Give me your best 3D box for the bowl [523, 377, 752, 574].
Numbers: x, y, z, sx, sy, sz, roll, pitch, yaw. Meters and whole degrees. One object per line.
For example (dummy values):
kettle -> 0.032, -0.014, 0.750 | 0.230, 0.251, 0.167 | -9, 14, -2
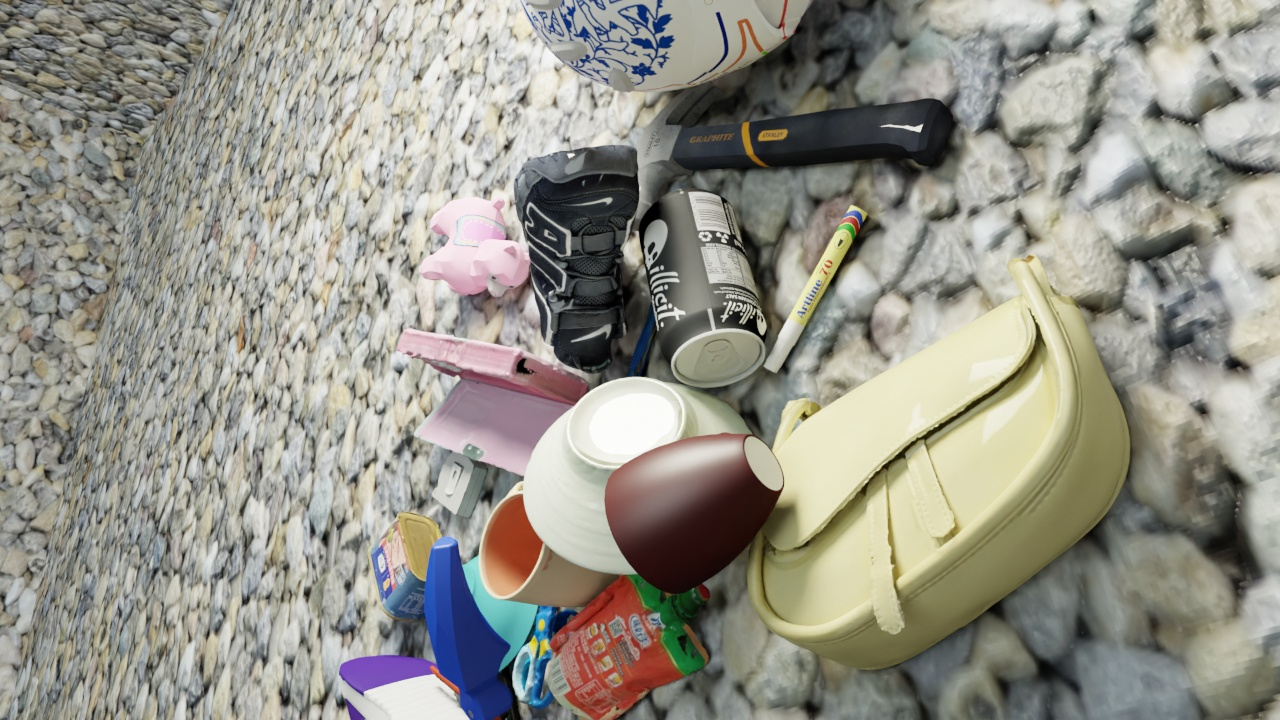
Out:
bowl -> -0.005, 0.062, 0.656 | 0.177, 0.058, 0.176 | -7, 44, 7

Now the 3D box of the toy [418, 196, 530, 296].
toy -> -0.176, -0.123, 1.011 | 0.158, 0.067, 0.123 | -5, 68, 43

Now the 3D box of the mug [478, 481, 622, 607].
mug -> -0.065, 0.143, 0.729 | 0.085, 0.104, 0.111 | -49, 42, 21

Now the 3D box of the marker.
marker -> 0.127, -0.051, 0.670 | 0.014, 0.014, 0.132 | 37, 102, 50

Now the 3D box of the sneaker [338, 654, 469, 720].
sneaker -> -0.209, 0.351, 0.821 | 0.244, 0.091, 0.111 | 13, 99, 58

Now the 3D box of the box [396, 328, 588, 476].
box -> -0.164, 0.043, 0.897 | 0.233, 0.099, 0.112 | 10, 76, 49

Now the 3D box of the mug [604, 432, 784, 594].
mug -> 0.043, 0.075, 0.561 | 0.089, 0.087, 0.113 | -36, 14, 29

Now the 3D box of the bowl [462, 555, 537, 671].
bowl -> -0.146, 0.214, 0.813 | 0.121, 0.046, 0.121 | -31, 44, 34

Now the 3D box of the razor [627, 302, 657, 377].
razor -> -0.005, 0.005, 0.791 | 0.141, 0.018, 0.044 | -67, 15, -2

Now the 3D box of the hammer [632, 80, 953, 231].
hammer -> 0.104, -0.169, 0.738 | 0.313, 0.035, 0.139 | 12, 80, 50

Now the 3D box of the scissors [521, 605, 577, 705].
scissors -> -0.081, 0.221, 0.786 | 0.116, 0.014, 0.130 | -43, 41, 33

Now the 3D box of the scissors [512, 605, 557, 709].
scissors -> -0.078, 0.220, 0.758 | 0.061, 0.023, 0.126 | -9, 62, 51

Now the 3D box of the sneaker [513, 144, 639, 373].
sneaker -> -0.047, -0.068, 0.756 | 0.253, 0.097, 0.150 | 113, 148, -73

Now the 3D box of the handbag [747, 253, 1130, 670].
handbag -> 0.158, 0.063, 0.526 | 0.233, 0.088, 0.190 | -37, 45, 33

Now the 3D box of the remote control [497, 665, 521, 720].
remote control -> -0.129, 0.282, 0.804 | 0.045, 0.021, 0.140 | -49, 38, 17

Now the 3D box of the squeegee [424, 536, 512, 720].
squeegee -> -0.132, 0.222, 0.707 | 0.250, 0.055, 0.185 | 11, 116, 49

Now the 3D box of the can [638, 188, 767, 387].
can -> 0.047, -0.058, 0.711 | 0.080, 0.080, 0.145 | -36, 48, 33

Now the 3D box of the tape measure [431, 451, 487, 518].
tape measure -> -0.186, 0.124, 0.942 | 0.060, 0.020, 0.062 | 20, 89, 51

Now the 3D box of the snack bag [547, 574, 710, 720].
snack bag -> -0.007, 0.206, 0.677 | 0.155, 0.044, 0.087 | -43, 70, 28

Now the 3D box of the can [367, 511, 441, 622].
can -> -0.234, 0.207, 0.932 | 0.059, 0.054, 0.099 | -51, 42, 18

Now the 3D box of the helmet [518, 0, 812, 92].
helmet -> 0.004, -0.340, 0.756 | 0.315, 0.231, 0.235 | 10, 53, 43
